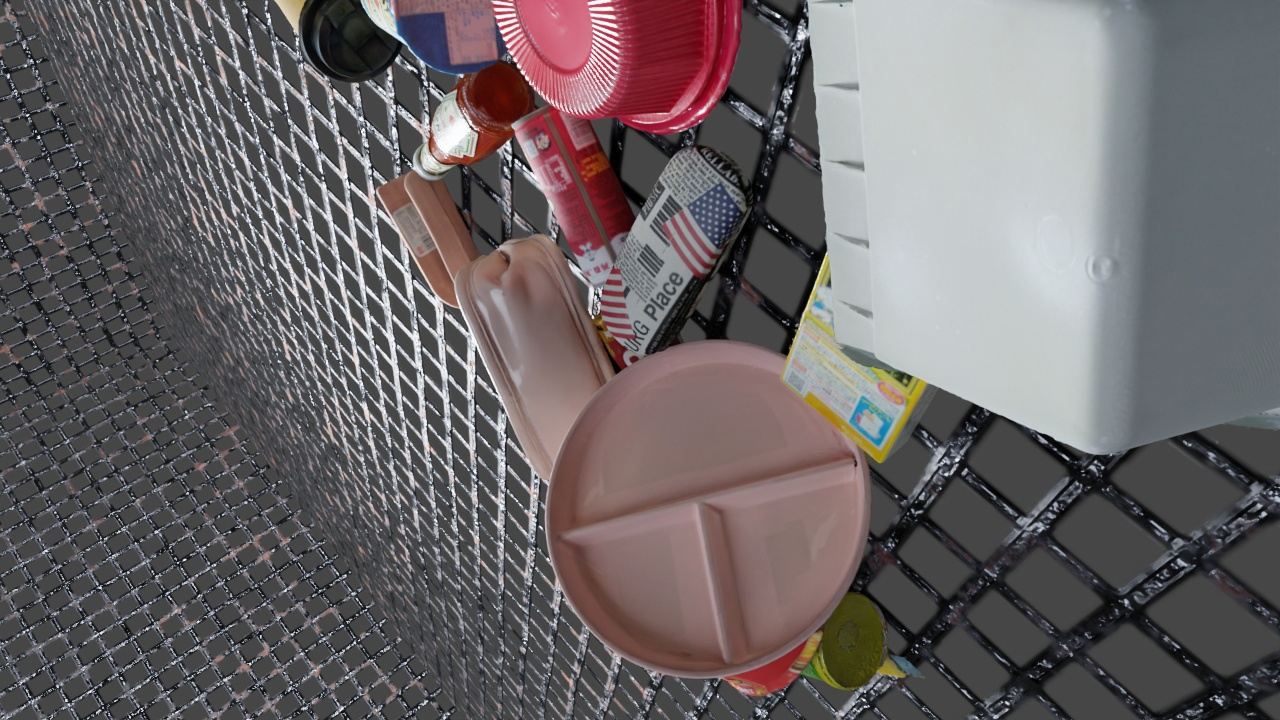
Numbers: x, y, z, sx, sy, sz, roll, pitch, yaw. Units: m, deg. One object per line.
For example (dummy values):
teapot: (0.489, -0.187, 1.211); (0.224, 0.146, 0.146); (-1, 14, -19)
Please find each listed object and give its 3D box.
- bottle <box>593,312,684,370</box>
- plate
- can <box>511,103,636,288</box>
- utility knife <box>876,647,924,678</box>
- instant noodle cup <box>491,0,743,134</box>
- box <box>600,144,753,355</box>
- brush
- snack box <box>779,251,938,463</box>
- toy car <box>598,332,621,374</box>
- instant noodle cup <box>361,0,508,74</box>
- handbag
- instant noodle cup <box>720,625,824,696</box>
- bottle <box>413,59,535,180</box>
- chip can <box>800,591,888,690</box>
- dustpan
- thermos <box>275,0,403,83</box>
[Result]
bottle: (0.028, 0.030, 0.715); (0.058, 0.057, 0.175); (-12, 108, 59)
plate: (0.043, 0.096, 0.626); (0.229, 0.229, 0.028); (38, 179, 30)
can: (-0.041, -0.123, 0.673); (0.053, 0.053, 0.133); (-5, 114, 58)
utility knife: (0.166, 0.241, 0.759); (0.033, 0.015, 0.172); (57, 150, -12)
instant noodle cup: (-0.030, -0.220, 0.551); (0.194, 0.065, 0.194); (36, 143, 32)
box: (0.022, -0.071, 0.620); (0.068, 0.051, 0.165); (35, 130, 3)
brush: (-0.197, -0.116, 0.902); (0.146, 0.063, 0.073); (64, 160, -15)
snack box: (0.137, -0.011, 0.539); (0.087, 0.033, 0.141); (42, 149, 24)
toy car: (-0.004, 0.004, 0.763); (0.090, 0.034, 0.043); (61, 153, -5)
instant noodle cup: (-0.154, -0.268, 0.669); (0.110, 0.099, 0.099); (36, 145, 47)
handbag: (-0.097, -0.021, 0.812); (0.193, 0.093, 0.234); (69, 171, -23)
instant noodle cup: (0.057, 0.172, 0.694); (0.108, 0.137, 0.138); (24, 163, -26)
bottle: (-0.149, -0.190, 0.764); (0.206, 0.059, 0.060); (-7, 113, 62)
chip can: (0.103, 0.219, 0.774); (0.222, 0.072, 0.072); (-10, 110, 58)
dustpan: (0.195, -0.076, 0.379); (0.257, 0.142, 0.223); (-127, 24, -63)
thermos: (-0.272, -0.310, 0.807); (0.143, 0.092, 0.093); (45, 150, 34)
